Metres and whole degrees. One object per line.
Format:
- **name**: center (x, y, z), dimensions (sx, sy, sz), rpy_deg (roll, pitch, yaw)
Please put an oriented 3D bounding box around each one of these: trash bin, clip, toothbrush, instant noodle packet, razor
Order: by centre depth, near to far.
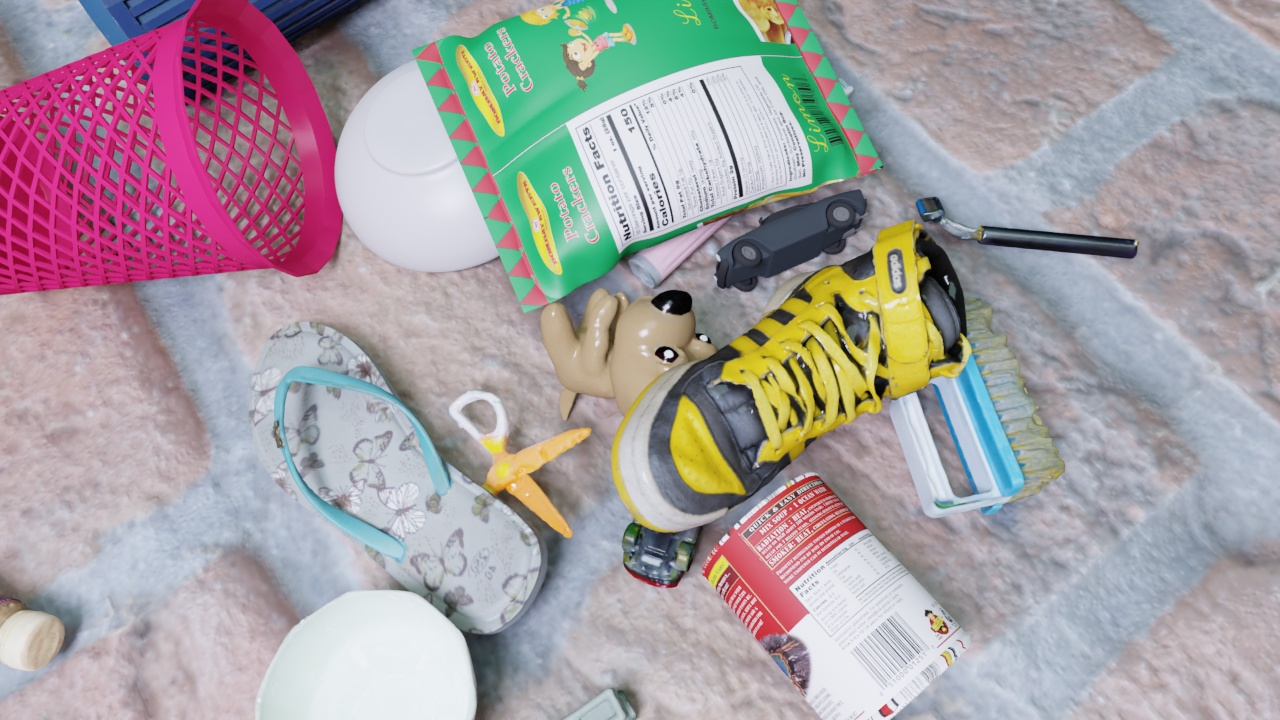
- **clip**: center (-0.039, 0.202, 0.493), dimensions (0.078, 0.051, 0.023), rpy_deg (-26, 63, -15)
- **instant noodle packet**: center (0.004, -0.165, 0.602), dimensions (0.252, 0.090, 0.195), rpy_deg (-23, 80, -7)
- **razor**: center (0.258, -0.084, 0.617), dimensions (0.144, 0.022, 0.042), rpy_deg (12, 26, 7)
- **toothbrush**: center (0.077, -0.132, 0.654), dimensions (0.026, 0.027, 0.222), rpy_deg (46, 74, 2)
- **trash bin**: center (-0.301, -0.315, 0.720), dimensions (0.249, 0.139, 0.139), rpy_deg (-35, 66, -10)

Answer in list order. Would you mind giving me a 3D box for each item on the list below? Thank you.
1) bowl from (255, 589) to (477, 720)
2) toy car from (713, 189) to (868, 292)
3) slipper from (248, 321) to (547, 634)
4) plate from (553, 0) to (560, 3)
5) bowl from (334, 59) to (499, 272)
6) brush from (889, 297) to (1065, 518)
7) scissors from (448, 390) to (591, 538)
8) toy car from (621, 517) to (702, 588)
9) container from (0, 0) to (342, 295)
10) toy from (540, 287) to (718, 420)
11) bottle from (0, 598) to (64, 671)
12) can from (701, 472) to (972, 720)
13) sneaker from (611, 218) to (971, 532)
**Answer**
- **bowl**: center (-0.140, 0.188, 0.500), dimensions (0.117, 0.061, 0.117), rpy_deg (-2, 65, 5)
- **toy car**: center (0.099, -0.082, 0.616), dimensions (0.112, 0.046, 0.034), rpy_deg (-24, 69, -8)
- **slipper**: center (-0.169, 0.066, 0.555), dimensions (0.269, 0.054, 0.098), rpy_deg (39, 88, 26)
- **plate**: center (-0.003, -0.250, 0.704), dimensions (0.184, 0.036, 0.184), rpy_deg (-1, 60, 2)
- **bowl**: center (-0.143, -0.155, 0.652), dimensions (0.177, 0.066, 0.176), rpy_deg (-4, 69, 10)
- **brush**: center (0.188, 0.022, 0.550), dimensions (0.075, 0.055, 0.135), rpy_deg (-9, 63, -5)
- **scissors**: center (-0.084, 0.063, 0.559), dimensions (0.125, 0.011, 0.128), rpy_deg (-28, 65, 17)
- **toy car**: center (0.021, 0.089, 0.545), dimensions (0.042, 0.036, 0.091), rpy_deg (16, 67, 13)
- **container**: center (-0.352, -0.127, 0.623), dimensions (0.226, 0.183, 0.183), rpy_deg (-10, 63, 9)
- **toy**: center (-0.003, 0.003, 0.556), dimensions (0.108, 0.106, 0.133), rpy_deg (19, 24, 29)
- **bottle**: center (-0.426, 0.149, 0.549), dimensions (0.166, 0.060, 0.059), rpy_deg (11, 66, 10)
- **can**: center (0.102, 0.131, 0.489), dimensions (0.086, 0.087, 0.116), rpy_deg (-36, 66, -12)
- **sneaker**: center (0.095, 0.006, 0.489), dimensions (0.237, 0.122, 0.086), rpy_deg (-41, 103, -40)
